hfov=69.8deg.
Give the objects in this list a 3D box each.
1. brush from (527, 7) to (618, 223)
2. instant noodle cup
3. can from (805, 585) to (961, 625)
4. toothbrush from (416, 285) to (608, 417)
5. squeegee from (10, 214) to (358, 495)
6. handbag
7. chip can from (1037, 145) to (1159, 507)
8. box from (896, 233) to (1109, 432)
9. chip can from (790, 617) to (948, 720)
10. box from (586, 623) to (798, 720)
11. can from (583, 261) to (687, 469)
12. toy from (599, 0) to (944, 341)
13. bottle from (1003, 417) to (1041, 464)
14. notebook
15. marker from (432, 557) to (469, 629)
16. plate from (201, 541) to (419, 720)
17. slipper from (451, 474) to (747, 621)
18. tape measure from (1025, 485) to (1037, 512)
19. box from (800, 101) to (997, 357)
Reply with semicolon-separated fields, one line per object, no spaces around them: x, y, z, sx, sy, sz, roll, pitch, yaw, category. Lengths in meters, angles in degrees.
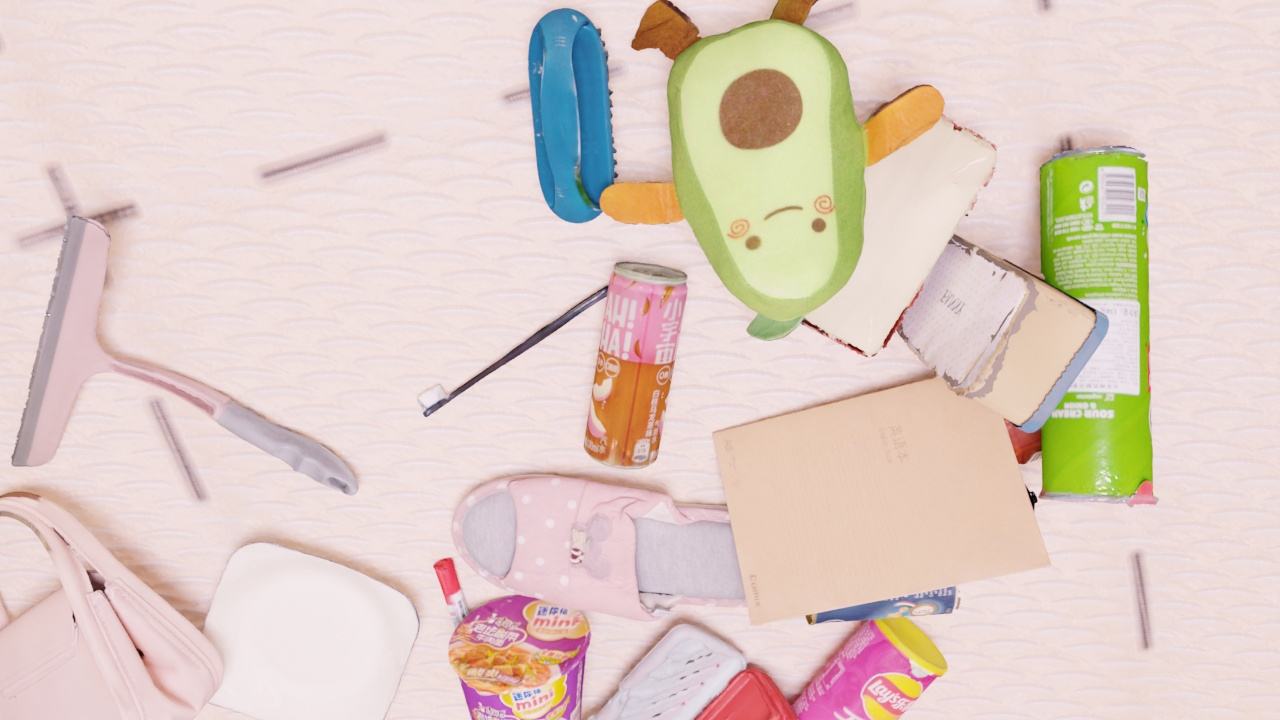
-0.048;-0.165;0.628;0.055;0.073;0.144;-1;105;9;brush
-0.093;0.258;0.729;0.111;0.111;0.099;-1;114;1;instant noodle cup
0.182;0.162;0.711;0.111;0.075;0.075;-5;105;2;can
-0.096;-0.009;0.700;0.181;0.015;0.018;-32;93;9;toothbrush
-0.329;0.040;0.704;0.249;0.040;0.248;28;119;-12;squeegee
-0.459;0.214;0.722;0.194;0.093;0.234;-30;90;24;handbag
0.309;-0.021;0.624;0.072;0.072;0.236;2;84;0;chip can
0.231;-0.023;0.607;0.060;0.184;0.090;25;109;-9;box
0.156;0.301;0.751;0.071;0.071;0.211;34;103;-8;chip can
0.020;0.322;0.748;0.098;0.118;0.202;28;107;-40;box
-0.004;0.004;0.680;0.058;0.058;0.147;9;105;-2;can
0.080;-0.139;0.596;0.227;0.090;0.246;-15;86;18;toy
0.260;0.056;0.691;0.206;0.059;0.060;-21;104;6;bottle
0.167;0.099;0.673;0.212;0.012;0.149;-15;69;14;notebook
-0.144;0.232;0.764;0.017;0.017;0.145;-13;105;4;marker
-0.272;0.230;0.755;0.164;0.034;0.164;23;104;-5;plate
-0.013;0.151;0.721;0.274;0.054;0.114;8;105;-2;slipper
0.265;0.111;0.701;0.066;0.066;0.033;-39;106;10;tape measure
0.171;-0.091;0.644;0.091;0.076;0.168;27;104;-5;box
